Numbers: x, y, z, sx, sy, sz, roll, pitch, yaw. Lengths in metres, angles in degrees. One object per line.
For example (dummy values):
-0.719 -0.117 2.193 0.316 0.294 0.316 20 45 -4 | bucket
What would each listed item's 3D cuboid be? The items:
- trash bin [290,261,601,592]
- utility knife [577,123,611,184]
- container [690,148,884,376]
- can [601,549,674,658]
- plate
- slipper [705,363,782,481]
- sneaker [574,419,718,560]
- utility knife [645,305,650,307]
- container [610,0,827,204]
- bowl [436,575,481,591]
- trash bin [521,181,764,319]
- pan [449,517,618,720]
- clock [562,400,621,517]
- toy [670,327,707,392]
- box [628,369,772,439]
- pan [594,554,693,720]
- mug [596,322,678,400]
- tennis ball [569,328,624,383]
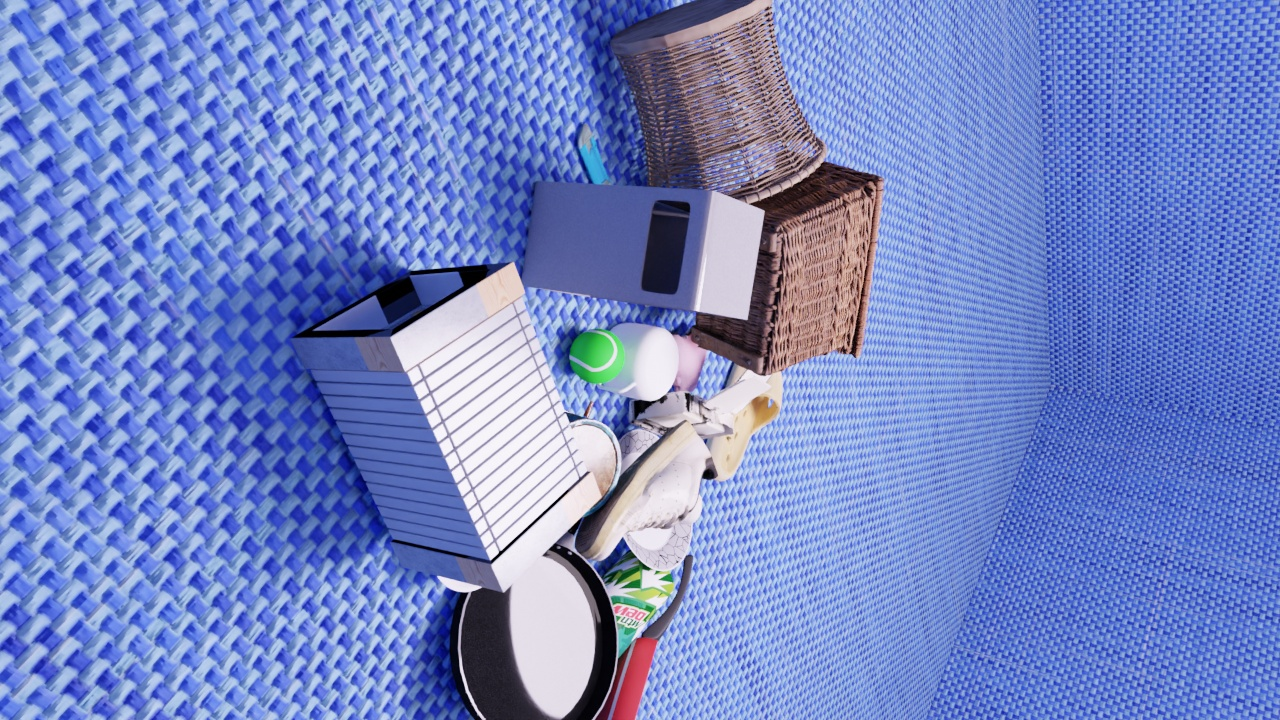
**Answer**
-0.168 0.057 0.831 0.142 0.143 0.247 -40 121 -43 | trash bin
-0.036 -0.194 1.099 0.031 0.015 0.196 -52 139 -27 | utility knife
0.172 -0.108 1.146 0.182 0.162 0.250 -25 128 -36 | container
-0.027 0.319 1.191 0.143 0.083 0.083 -41 130 -42 | can
0.010 0.186 1.220 0.188 0.016 0.188 33 47 -45 | plate
0.178 0.072 1.426 0.261 0.079 0.111 -65 146 -19 | slipper
0.017 0.175 1.114 0.102 0.089 0.240 48 48 -3 | sneaker
0.011 -0.128 1.184 0.022 0.015 0.118 -13 110 -26 | utility knife
0.083 -0.305 1.070 0.226 0.227 0.196 -45 126 -40 | container
-0.188 0.182 0.956 0.109 0.041 0.110 -1 92 -51 | bowl
0.000 -0.118 0.979 0.114 0.229 0.114 4 95 -55 | trash bin
-0.103 0.262 1.069 0.225 0.034 0.355 35 53 -32 | pan
-0.101 0.126 1.039 0.157 0.073 0.121 -34 117 -31 | clock
0.061 0.000 1.258 0.102 0.050 0.093 -21 113 -54 | toy
0.089 0.058 1.220 0.145 0.186 0.065 29 36 -56 | box
-0.001 0.410 1.239 0.209 0.067 0.355 99 9 -51 | pan
-0.007 0.007 1.147 0.115 0.068 0.094 -42 131 -41 | mug
-0.051 -0.005 1.083 0.065 0.065 0.065 -20 115 -51 | tennis ball
